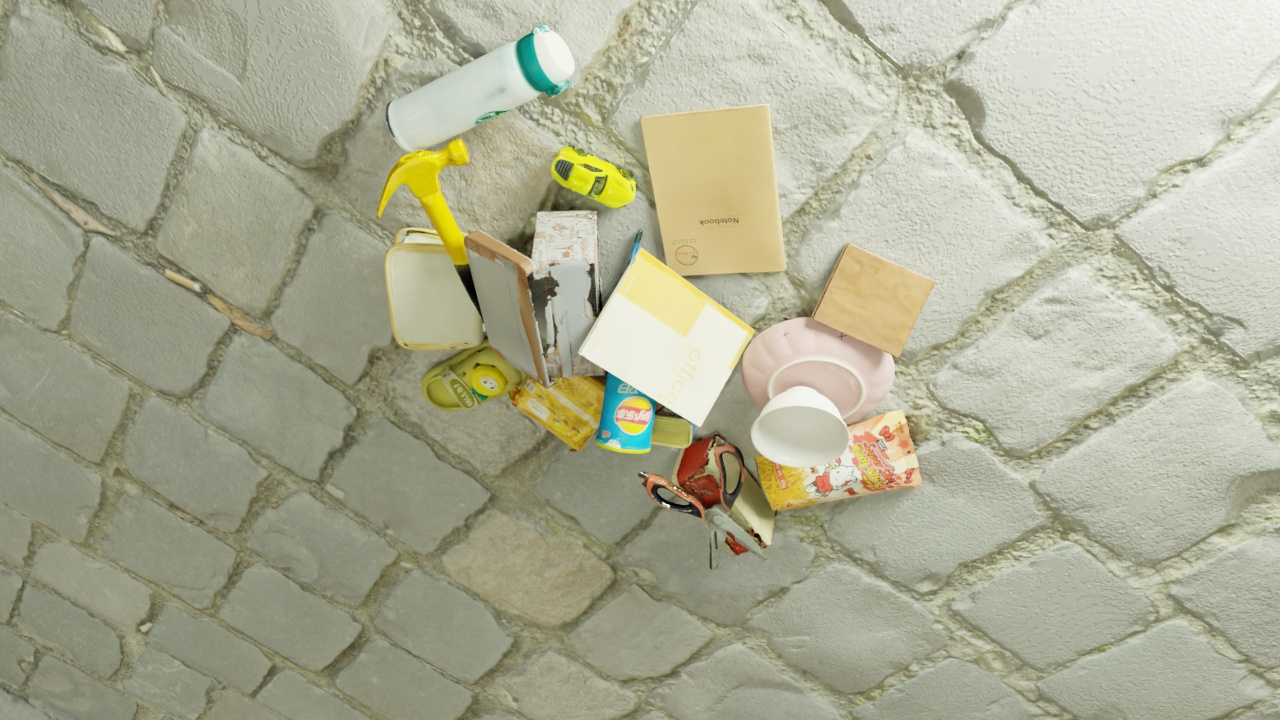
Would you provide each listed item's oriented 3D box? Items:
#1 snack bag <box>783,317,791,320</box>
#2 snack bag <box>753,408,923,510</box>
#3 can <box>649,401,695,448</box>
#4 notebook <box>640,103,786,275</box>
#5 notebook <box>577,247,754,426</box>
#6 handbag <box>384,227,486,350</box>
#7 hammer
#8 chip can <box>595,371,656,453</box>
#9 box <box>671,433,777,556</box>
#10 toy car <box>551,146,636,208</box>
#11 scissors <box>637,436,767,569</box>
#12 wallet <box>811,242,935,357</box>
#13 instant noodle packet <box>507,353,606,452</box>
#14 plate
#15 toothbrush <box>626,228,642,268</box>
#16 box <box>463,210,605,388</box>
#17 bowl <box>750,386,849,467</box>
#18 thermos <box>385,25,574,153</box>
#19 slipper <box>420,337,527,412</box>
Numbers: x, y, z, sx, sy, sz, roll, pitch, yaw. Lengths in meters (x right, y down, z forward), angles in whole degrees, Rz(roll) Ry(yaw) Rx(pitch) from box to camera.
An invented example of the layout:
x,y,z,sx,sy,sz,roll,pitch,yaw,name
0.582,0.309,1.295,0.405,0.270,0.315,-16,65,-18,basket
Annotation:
x,y,z,sx,sy,sz,roll,pitch,yaw,name
0.232,-0.044,1.130,0.104,0.026,0.048,-9,142,21,snack bag
0.268,0.144,1.245,0.208,0.073,0.129,-16,119,17,snack bag
0.029,0.068,1.233,0.102,0.083,0.057,8,127,10,can
0.088,-0.193,1.073,0.148,0.008,0.208,-1,125,16,notebook
0.037,-0.023,1.114,0.206,0.010,0.146,33,86,-33,notebook
-0.240,-0.094,1.215,0.178,0.063,0.164,2,127,-4,handbag
-0.220,-0.124,1.140,0.129,0.032,0.301,-20,127,5,hammer
-0.007,0.007,1.147,0.071,0.071,0.210,10,98,8,chip can
0.127,0.189,1.291,0.078,0.091,0.168,-24,116,32,box
-0.056,-0.213,1.084,0.105,0.032,0.048,24,128,-5,toy car
0.100,0.196,1.238,0.225,0.015,0.189,34,120,-9,scissors
0.273,-0.071,1.077,0.115,0.020,0.101,23,97,-1,wallet
-0.102,0.048,1.249,0.128,0.044,0.111,39,94,0,instant noodle packet
0.222,0.027,1.157,0.192,0.038,0.193,7,137,6,plate
-0.024,-0.089,1.178,0.016,0.014,0.190,33,130,20,toothbrush
-0.129,-0.071,1.114,0.166,0.150,0.182,-2,125,1,box
0.197,0.071,1.132,0.118,0.064,0.118,6,137,6,bowl
-0.179,-0.300,1.031,0.225,0.073,0.073,-17,119,25,thermos
-0.238,0.037,1.289,0.191,0.081,0.091,-21,120,30,slipper
